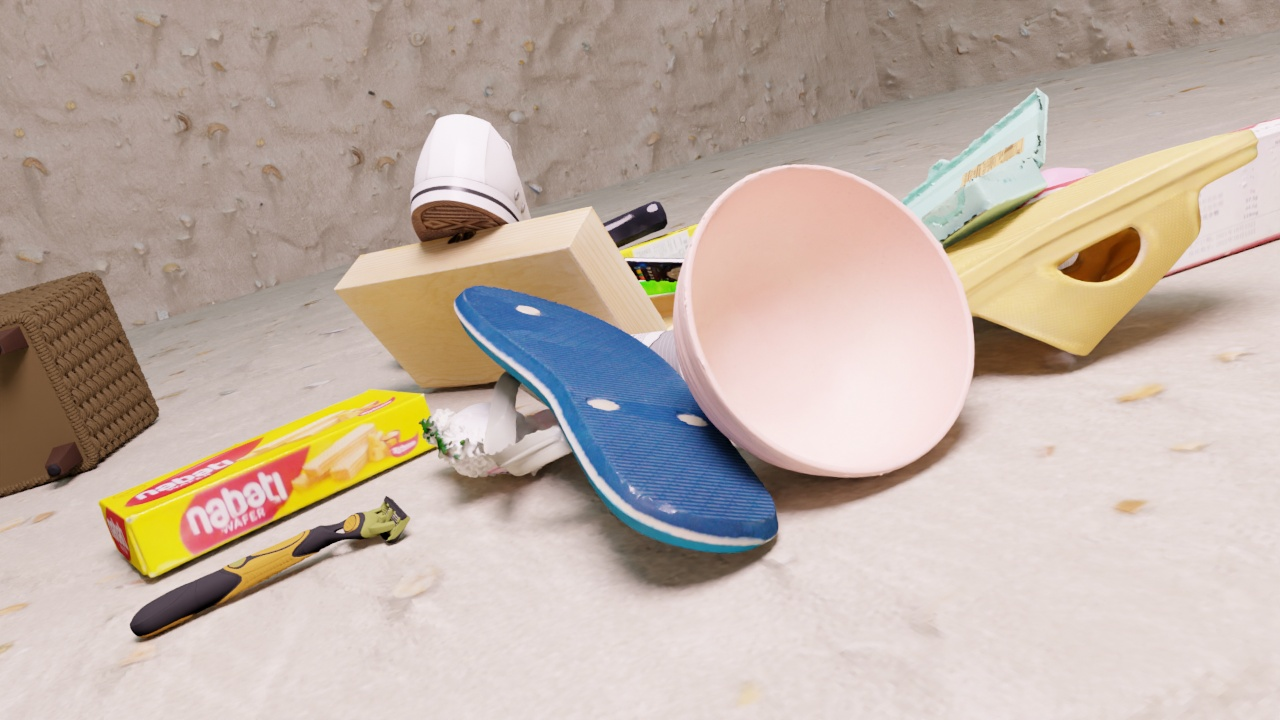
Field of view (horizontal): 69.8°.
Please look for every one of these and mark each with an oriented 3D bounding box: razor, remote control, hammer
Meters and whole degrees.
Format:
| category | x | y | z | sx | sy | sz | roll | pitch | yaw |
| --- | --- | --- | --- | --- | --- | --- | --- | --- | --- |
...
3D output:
| category | x | y | z | sx | sy | sz | roll | pitch | yaw |
| --- | --- | --- | --- | --- | --- | --- | --- | --- | --- |
| razor | -0.196 | 0.109 | 0.490 | 0.144 | 0.021 | 0.044 | -24 | 17 | -23 |
| remote control | 0.055 | -0.080 | 0.786 | 0.140 | 0.021 | 0.045 | 1 | -13 | 8 |
| hammer | -0.117 | -0.087 | 0.945 | 0.312 | 0.035 | 0.139 | -24 | -3 | 1 |

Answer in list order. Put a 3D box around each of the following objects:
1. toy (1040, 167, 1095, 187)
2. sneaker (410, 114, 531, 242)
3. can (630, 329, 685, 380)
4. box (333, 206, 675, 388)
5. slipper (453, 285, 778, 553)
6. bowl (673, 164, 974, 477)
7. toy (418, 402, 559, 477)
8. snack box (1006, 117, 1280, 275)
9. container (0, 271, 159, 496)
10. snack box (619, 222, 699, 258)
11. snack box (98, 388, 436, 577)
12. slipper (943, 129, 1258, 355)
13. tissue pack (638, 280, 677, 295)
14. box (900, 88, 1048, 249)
| category | x | y | z | sx | sy | sz | roll | pitch | yaw |
| --- | --- | --- | --- | --- | --- | --- | --- | --- | --- |
| toy | 0.264 | -0.099 | 0.709 | 0.123 | 0.067 | 0.158 | -24 | 13 | -36 |
| sneaker | -0.133 | -0.134 | 0.771 | 0.091 | 0.097 | 0.245 | 2 | -11 | 4 |
| can | -0.004 | 0.004 | 0.636 | 0.107 | 0.044 | 0.043 | -6 | 17 | 33 |
| box | -0.079 | -0.035 | 0.769 | 0.248 | 0.118 | 0.252 | -4 | -7 | 35 |
| slipper | -0.025 | 0.031 | 0.492 | 0.118 | 0.060 | 0.295 | 5 | 20 | -27 |
| bowl | 0.079 | -0.011 | 0.453 | 0.152 | 0.153 | 0.076 | -21 | -10 | -23 |
| toy | -0.075 | 0.048 | 0.557 | 0.108 | 0.041 | 0.096 | -6 | 11 | -19 |
| snack box | 0.366 | -0.103 | 0.604 | 0.272 | 0.077 | 0.044 | -18 | 19 | -9 |
| container | -0.681 | 0.056 | 0.880 | 0.320 | 0.176 | 0.205 | -18 | 18 | -9 |
| snack box | 0.038 | -0.103 | 0.958 | 0.148 | 0.061 | 0.026 | -23 | 16 | -28 |
| snack box | -0.246 | 0.075 | 0.619 | 0.200 | 0.042 | 0.092 | -26 | 17 | -35 |
| slipper | 0.212 | -0.036 | 0.515 | 0.264 | 0.078 | 0.099 | -30 | 9 | 13 |
| tissue pack | 0.059 | -0.078 | 0.879 | 0.100 | 0.034 | 0.113 | -4 | 13 | 35 |
| box | 0.189 | -0.087 | 0.617 | 0.138 | 0.055 | 0.187 | -42 | 0 | -35 |
